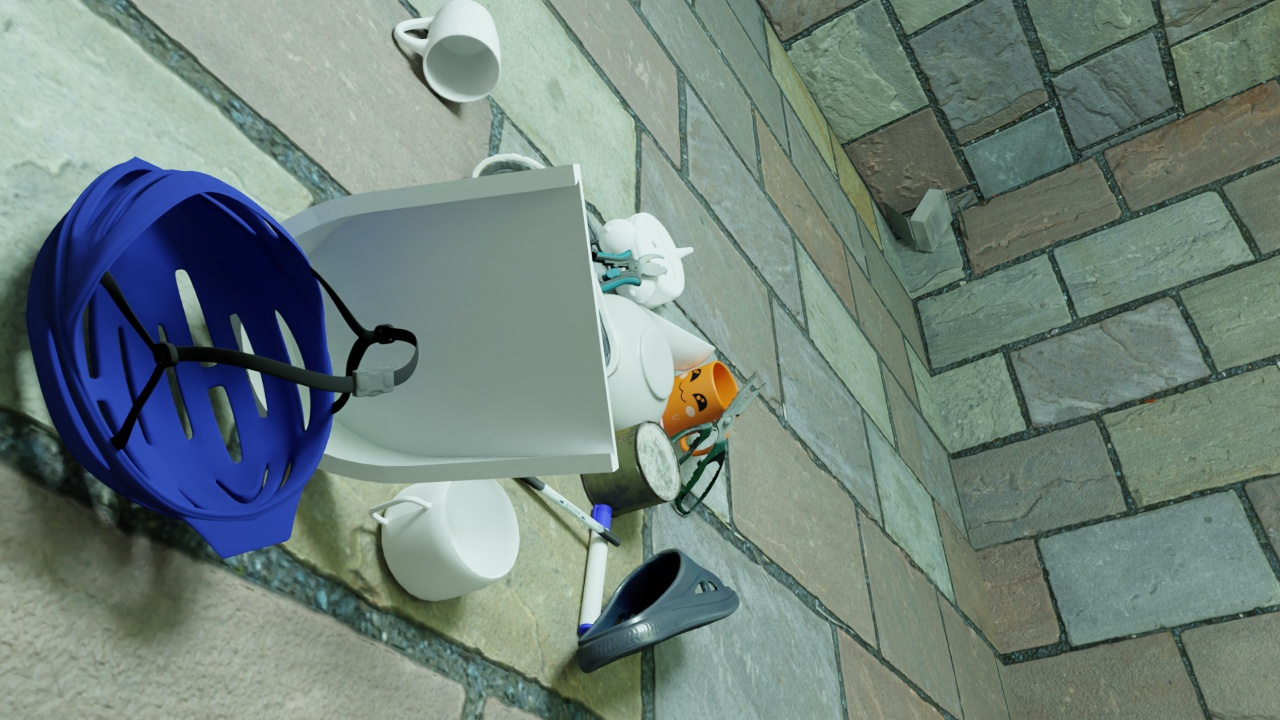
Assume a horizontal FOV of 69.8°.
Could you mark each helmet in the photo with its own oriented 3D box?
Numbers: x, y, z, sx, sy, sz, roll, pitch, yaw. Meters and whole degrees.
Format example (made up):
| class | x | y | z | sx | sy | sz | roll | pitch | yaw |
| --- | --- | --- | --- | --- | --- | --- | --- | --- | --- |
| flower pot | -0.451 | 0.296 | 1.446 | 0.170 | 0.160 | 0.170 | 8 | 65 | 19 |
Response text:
| class | x | y | z | sx | sy | sz | roll | pitch | yaw |
| --- | --- | --- | --- | --- | --- | --- | --- | --- | --- |
| helmet | -0.223 | -0.018 | 0.499 | 0.147 | 0.228 | 0.241 | -10 | 84 | -53 |

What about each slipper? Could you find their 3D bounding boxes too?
| class | x | y | z | sx | sy | sz | roll | pitch | yaw |
| --- | --- | --- | --- | --- | --- | --- | --- | --- | --- |
| slipper | 0.009 | 0.234 | 0.886 | 0.083 | 0.111 | 0.267 | 66 | 18 | 15 |
| slipper | -0.094 | -0.097 | 0.955 | 0.063 | 0.111 | 0.264 | 171 | -100 | -81 |

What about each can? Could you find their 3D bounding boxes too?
| class | x | y | z | sx | sy | sz | roll | pitch | yaw |
| --- | --- | --- | --- | --- | --- | --- | --- | --- | --- |
| can | -0.010 | 0.118 | 0.990 | 0.090 | 0.075 | 0.089 | 42 | 37 | -43 |

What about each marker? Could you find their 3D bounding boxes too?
| class | x | y | z | sx | sy | sz | roll | pitch | yaw |
| --- | --- | --- | --- | --- | --- | --- | --- | --- | --- |
| marker | -0.045 | 0.206 | 0.915 | 0.020 | 0.020 | 0.141 | 49 | 31 | -34 |
| marker | -0.072 | 0.143 | 0.897 | 0.152 | 0.011 | 0.011 | 41 | 35 | -29 |

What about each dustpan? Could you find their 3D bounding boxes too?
| class | x | y | z | sx | sy | sz | roll | pitch | yaw |
| --- | --- | --- | --- | --- | --- | --- | --- | --- | --- |
| dustpan | -0.154 | -0.014 | 0.597 | 0.053 | 0.258 | 0.191 | -28 | 113 | -65 |

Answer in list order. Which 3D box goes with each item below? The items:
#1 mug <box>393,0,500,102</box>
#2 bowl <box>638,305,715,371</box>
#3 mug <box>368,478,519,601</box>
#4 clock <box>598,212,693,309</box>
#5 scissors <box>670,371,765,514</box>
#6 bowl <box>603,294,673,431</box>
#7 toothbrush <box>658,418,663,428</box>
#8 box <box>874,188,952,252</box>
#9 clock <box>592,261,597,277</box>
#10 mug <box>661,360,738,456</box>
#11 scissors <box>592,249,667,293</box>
| class | x | y | z | sx | sy | sz | roll | pitch | yaw |
| --- | --- | --- | --- | --- | --- | --- | --- | --- | --- |
| mug | -0.207 | -0.343 | 0.988 | 0.114 | 0.081 | 0.087 | 14 | 44 | -22 |
| bowl | 0.035 | -0.022 | 1.185 | 0.114 | 0.050 | 0.114 | 29 | 3 | -2 |
| mug | -0.153 | 0.130 | 0.703 | 0.115 | 0.068 | 0.094 | 40 | 37 | -45 |
| clock | 0.011 | -0.137 | 1.240 | 0.160 | 0.073 | 0.125 | -13 | 82 | -65 |
| scissors | 0.072 | 0.087 | 1.090 | 0.137 | 0.210 | 0.015 | 23 | 10 | -41 |
| bowl | -0.006 | 0.006 | 1.060 | 0.176 | 0.066 | 0.176 | 38 | 47 | -57 |
| toothbrush | 0.023 | 0.092 | 1.140 | 0.016 | 0.022 | 0.135 | 13 | 60 | -71 |
| box | 0.990 | -0.526 | 3.381 | 0.168 | 0.232 | 0.167 | -56 | 137 | -19 |
| clock | -0.087 | -0.108 | 1.048 | 0.089 | 0.052 | 0.125 | 59 | 26 | -16 |
| mug | 0.071 | 0.068 | 1.165 | 0.077 | 0.096 | 0.112 | 29 | 45 | -53 |
| scissors | -0.034 | -0.112 | 1.135 | 0.126 | 0.019 | 0.154 | 39 | 55 | -14 |
